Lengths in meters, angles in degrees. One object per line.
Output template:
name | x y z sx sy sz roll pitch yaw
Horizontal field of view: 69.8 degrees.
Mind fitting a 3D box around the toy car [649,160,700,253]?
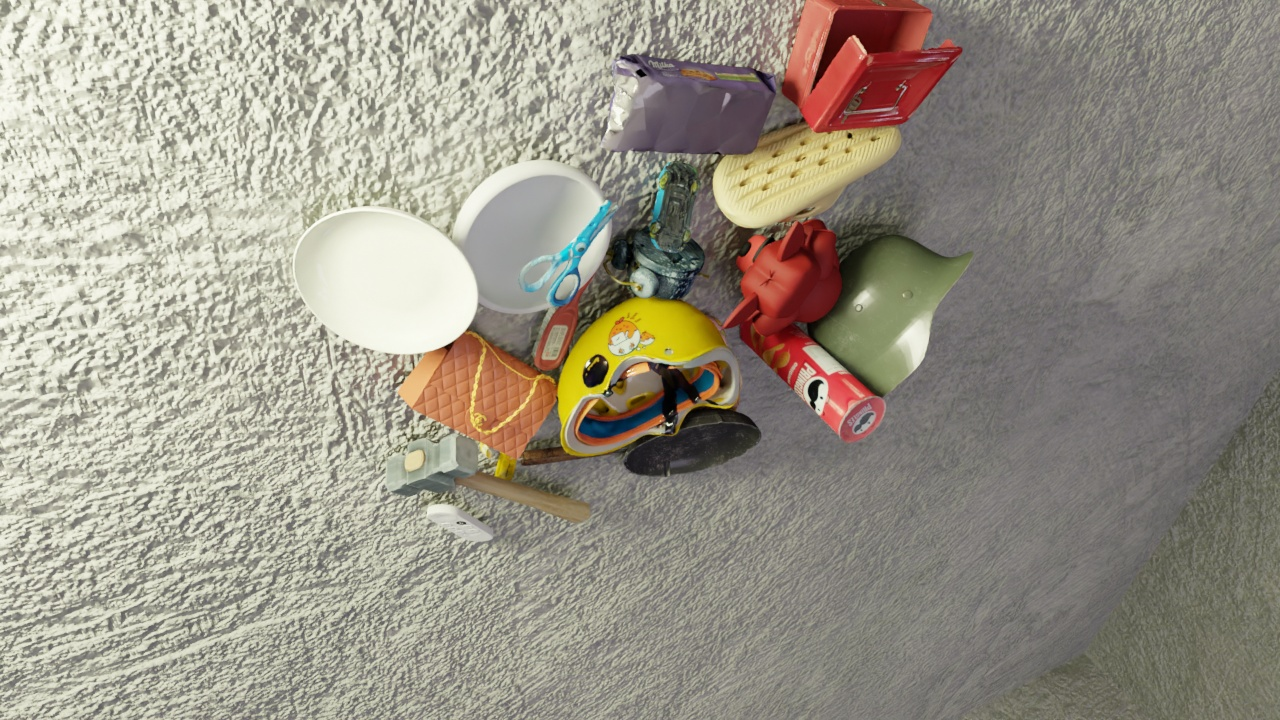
toy car | 0.036 -0.176 1.057 0.048 0.032 0.105 10 88 -31

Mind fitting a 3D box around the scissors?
scissors | -0.064 -0.114 0.979 0.140 0.015 0.083 -47 136 7

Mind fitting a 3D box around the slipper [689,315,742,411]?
slipper | 0.098 0.028 1.269 0.093 0.081 0.197 -28 135 -9

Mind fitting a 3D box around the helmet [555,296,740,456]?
helmet | -0.007 0.007 1.137 0.240 0.139 0.209 -27 152 15

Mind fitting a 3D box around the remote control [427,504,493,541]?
remote control | -0.240 0.218 1.227 0.043 0.013 0.136 -9 151 16

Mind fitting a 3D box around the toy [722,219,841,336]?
toy | 0.179 -0.106 1.155 0.159 0.120 0.196 -53 159 19

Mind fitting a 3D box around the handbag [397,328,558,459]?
handbag | -0.181 0.038 1.089 0.172 0.060 0.109 34 90 -44

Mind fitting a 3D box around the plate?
plate | -0.251 -0.084 0.921 0.182 0.034 0.183 2 133 1

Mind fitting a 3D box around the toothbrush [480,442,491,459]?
toothbrush | -0.206 0.078 1.149 0.021 0.016 0.136 -27 138 -16

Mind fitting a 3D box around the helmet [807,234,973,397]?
helmet | 0.327 -0.077 1.262 0.268 0.154 0.226 -49 178 26

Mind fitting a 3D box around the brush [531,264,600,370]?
brush | -0.090 -0.065 1.093 0.040 0.030 0.173 4 124 -35

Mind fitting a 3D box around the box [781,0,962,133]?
box | 0.252 -0.342 1.048 0.157 0.122 0.137 -12 150 -30

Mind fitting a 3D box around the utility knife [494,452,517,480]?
utility knife | -0.166 0.107 1.205 0.030 0.017 0.156 2 129 -25

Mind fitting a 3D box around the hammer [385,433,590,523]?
hammer | -0.176 0.169 1.200 0.117 0.051 0.322 -21 150 29

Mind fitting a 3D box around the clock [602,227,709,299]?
clock | 0.017 -0.113 1.080 0.129 0.090 0.052 -10 137 -33

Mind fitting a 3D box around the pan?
pan | -0.001 0.117 1.279 0.356 0.040 0.208 0 153 -23

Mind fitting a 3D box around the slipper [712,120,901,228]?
slipper | 0.196 -0.227 1.107 0.261 0.111 0.079 -28 159 -17

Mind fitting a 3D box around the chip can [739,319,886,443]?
chip can | 0.223 0.011 1.224 0.073 0.233 0.073 -19 132 -22

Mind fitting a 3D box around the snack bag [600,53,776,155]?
snack bag | 0.053 -0.270 0.989 0.205 0.058 0.097 -7 130 -31

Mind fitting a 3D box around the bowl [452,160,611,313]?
bowl | -0.122 -0.139 0.976 0.176 0.066 0.177 -19 135 -20
